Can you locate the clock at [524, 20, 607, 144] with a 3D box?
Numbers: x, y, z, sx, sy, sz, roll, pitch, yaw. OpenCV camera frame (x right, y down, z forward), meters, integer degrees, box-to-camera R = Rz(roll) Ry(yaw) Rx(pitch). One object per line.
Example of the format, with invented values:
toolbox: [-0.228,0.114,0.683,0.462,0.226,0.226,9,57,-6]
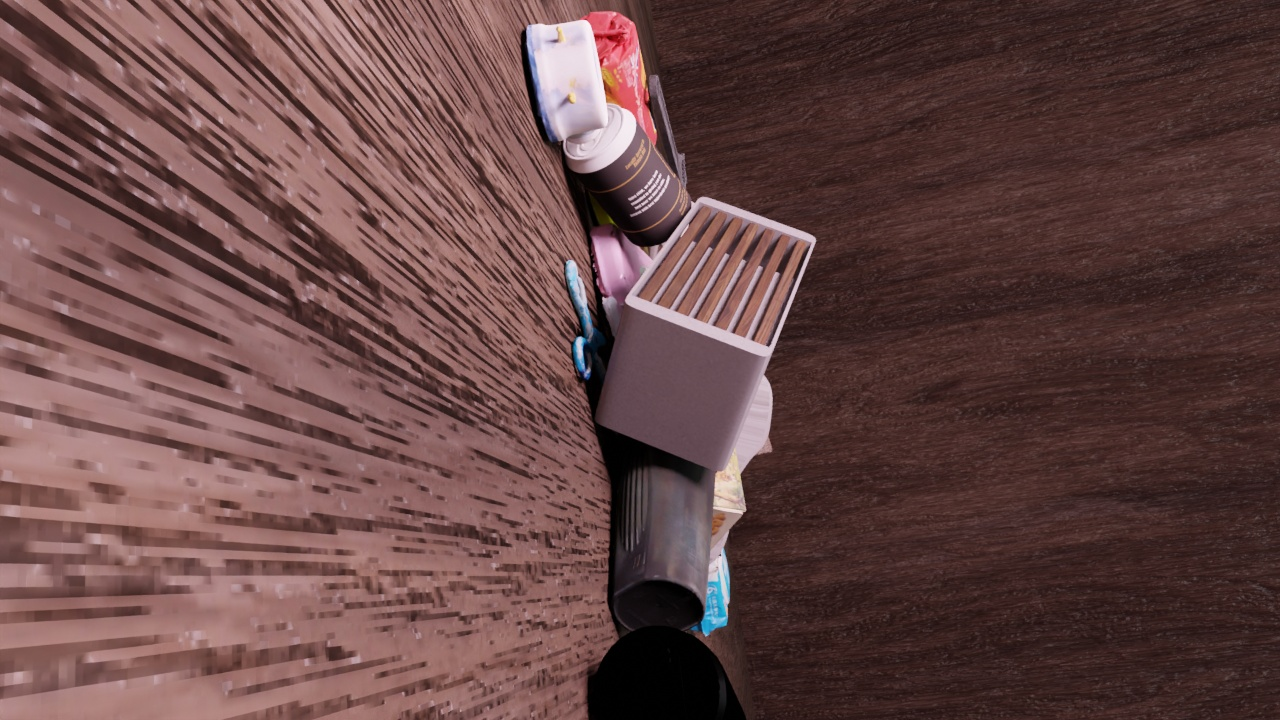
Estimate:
clock: [-0.057,-0.220,0.728,0.125,0.052,0.089,-67,146,-84]

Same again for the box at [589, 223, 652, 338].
box: [0.006,-0.041,0.930,0.201,0.037,0.152,33,40,-66]

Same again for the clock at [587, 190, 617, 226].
clock: [-0.025,-0.178,0.922,0.119,0.057,0.083,58,23,-58]

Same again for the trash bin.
trash bin: [0.061,-0.032,0.788,0.228,0.114,0.115,-58,167,-54]

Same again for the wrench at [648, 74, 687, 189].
wrench: [0.033,-0.239,1.028,0.273,0.018,0.073,57,32,-73]

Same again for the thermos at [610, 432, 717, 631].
thermos: [0.021,0.118,0.763,0.220,0.098,0.098,-82,163,-54]

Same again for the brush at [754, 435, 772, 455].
brush: [0.095,0.115,1.179,0.008,0.143,0.045,72,2,-60]

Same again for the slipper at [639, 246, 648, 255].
slipper: [0.007,-0.200,1.157,0.111,0.079,0.261,77,7,-57]

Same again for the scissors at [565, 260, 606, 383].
scissors: [-0.041,-0.009,0.748,0.140,0.013,0.117,76,7,-51]

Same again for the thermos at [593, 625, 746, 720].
thermos: [0.023,0.237,0.619,0.199,0.086,0.086,71,12,-58]

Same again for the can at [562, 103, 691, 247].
can: [-0.010,-0.164,0.827,0.128,0.072,0.071,46,31,-47]

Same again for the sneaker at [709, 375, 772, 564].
sneaker: [0.075,0.115,1.061,0.089,0.099,0.236,22,-88,63]

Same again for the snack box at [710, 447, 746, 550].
snack box: [0.049,0.123,0.925,0.143,0.041,0.146,120,-26,-45]

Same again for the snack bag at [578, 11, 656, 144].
snack bag: [-0.029,-0.270,0.928,0.176,0.082,0.082,73,10,-58]

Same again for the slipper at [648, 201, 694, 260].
slipper: [0.061,-0.076,1.128,0.112,0.081,0.266,-54,156,-43]

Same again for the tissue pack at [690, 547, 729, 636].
tissue pack: [0.086,0.287,1.228,0.144,0.062,0.093,-80,160,-72]
